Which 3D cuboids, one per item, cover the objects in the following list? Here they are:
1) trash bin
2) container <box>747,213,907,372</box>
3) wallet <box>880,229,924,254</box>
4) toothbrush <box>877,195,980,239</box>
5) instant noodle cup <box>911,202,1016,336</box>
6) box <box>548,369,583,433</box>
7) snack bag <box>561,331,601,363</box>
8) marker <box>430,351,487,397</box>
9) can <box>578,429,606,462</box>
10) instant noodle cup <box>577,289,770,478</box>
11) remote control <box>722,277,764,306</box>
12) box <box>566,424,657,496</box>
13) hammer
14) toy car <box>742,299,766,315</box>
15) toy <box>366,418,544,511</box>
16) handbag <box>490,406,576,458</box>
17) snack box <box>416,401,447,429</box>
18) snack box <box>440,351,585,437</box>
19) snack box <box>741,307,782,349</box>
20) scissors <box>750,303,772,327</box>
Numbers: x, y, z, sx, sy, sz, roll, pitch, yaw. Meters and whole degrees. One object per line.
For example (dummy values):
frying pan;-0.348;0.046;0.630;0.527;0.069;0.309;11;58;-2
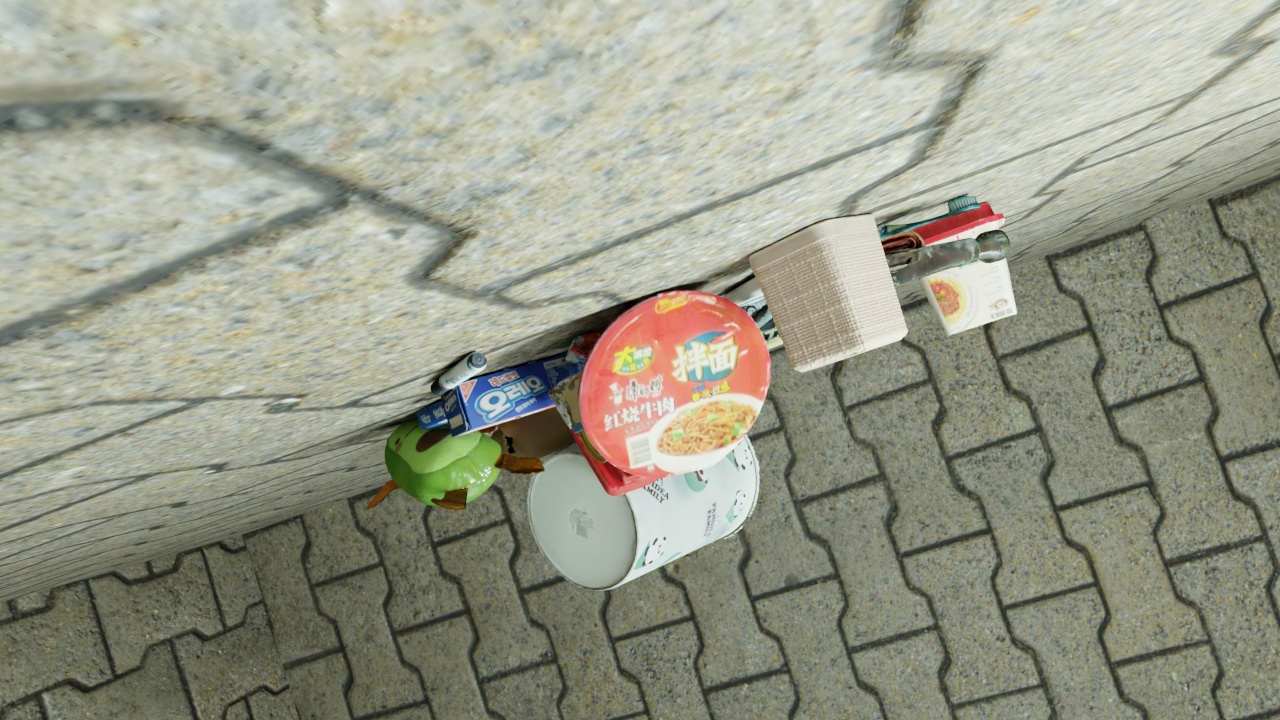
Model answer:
trash bin;-0.001;0.177;1.236;0.230;0.229;0.251;-22;176;38
container;0.164;-0.056;0.790;0.090;0.111;0.090;-15;174;-45
wallet;0.226;-0.106;0.978;0.124;0.032;0.101;-15;177;-31
toothbrush;0.230;-0.124;0.873;0.191;0.018;0.016;-17;176;1
instant noodle cup;0.360;-0.097;1.022;0.116;0.124;0.116;-21;175;20
box;-0.006;0.006;0.986;0.184;0.059;0.090;-31;-179;-23
snack bag;-0.058;-0.012;0.956;0.045;0.026;0.105;-24;179;-11
marker;-0.169;0.014;0.857;0.022;0.018;0.131;30;155;-20
can;-0.011;0.061;1.057;0.111;0.075;0.075;-23;178;-25
instant noodle cup;0.025;0.016;0.887;0.193;0.194;0.066;-18;-154;-14
remote control;0.134;-0.081;0.952;0.055;0.020;0.136;-16;175;-21
box;-0.013;0.064;1.133;0.157;0.201;0.038;-17;141;-22
hammer;0.213;-0.072;0.950;0.126;0.032;0.324;-13;177;-28
toy car;0.175;-0.073;1.151;0.106;0.031;0.049;-15;173;21
toy;-0.246;0.127;1.159;0.226;0.090;0.247;-31;-153;-34
handbag;-0.117;0.075;1.297;0.204;0.100;0.148;-28;177;-8
snack box;-0.194;0.051;1.162;0.156;0.026;0.085;-15;176;-41
snack box;-0.121;0.032;1.046;0.207;0.057;0.058;-17;177;-34
snack box;0.124;-0.029;1.290;0.241;0.063;0.114;-21;175;27
scissors;0.083;-0.008;0.978;0.180;0.019;0.139;-40;179;23
